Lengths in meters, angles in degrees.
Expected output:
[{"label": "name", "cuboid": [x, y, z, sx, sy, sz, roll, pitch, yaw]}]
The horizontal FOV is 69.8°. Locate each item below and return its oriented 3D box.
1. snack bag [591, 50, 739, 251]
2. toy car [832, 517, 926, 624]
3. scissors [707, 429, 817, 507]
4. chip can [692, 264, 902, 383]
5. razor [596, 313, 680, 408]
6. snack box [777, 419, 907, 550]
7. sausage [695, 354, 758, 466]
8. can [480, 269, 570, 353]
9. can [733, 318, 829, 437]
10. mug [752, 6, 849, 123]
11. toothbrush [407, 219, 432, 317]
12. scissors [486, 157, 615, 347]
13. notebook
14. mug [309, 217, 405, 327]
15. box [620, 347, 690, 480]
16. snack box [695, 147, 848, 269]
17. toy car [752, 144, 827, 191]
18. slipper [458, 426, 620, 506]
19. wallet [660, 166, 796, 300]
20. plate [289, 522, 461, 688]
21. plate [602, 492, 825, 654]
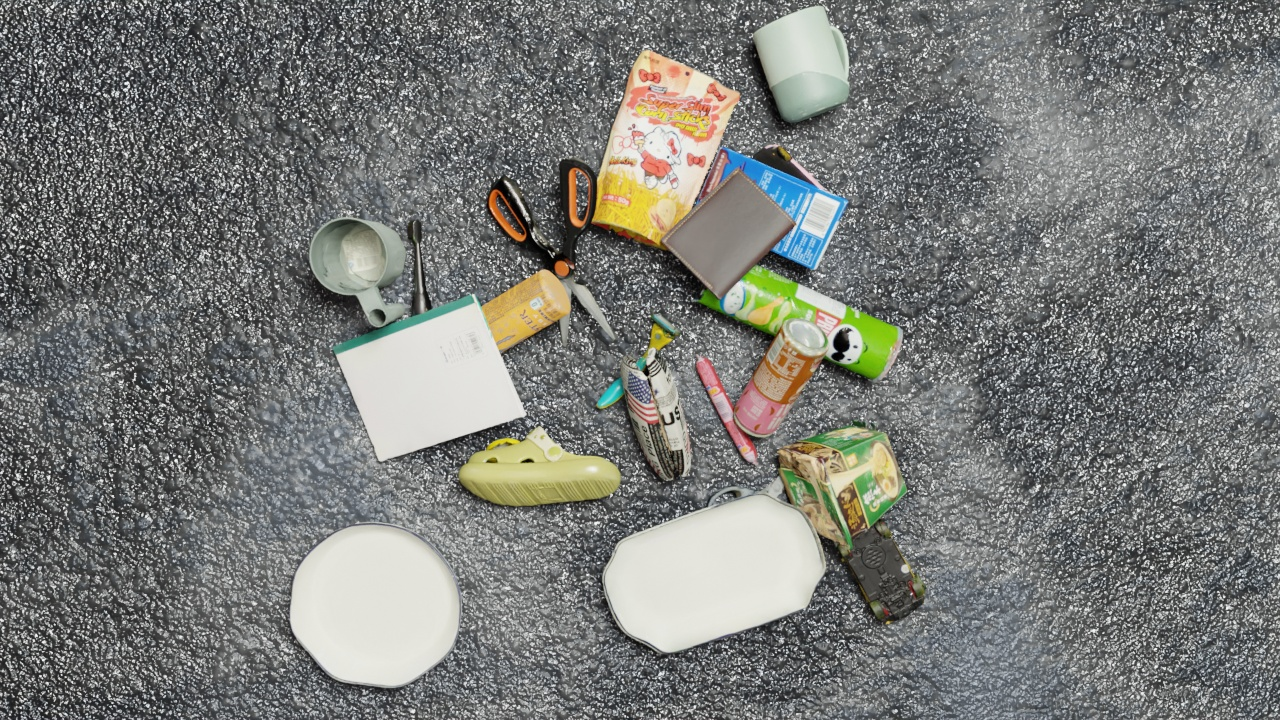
[{"label": "snack bag", "cuboid": [0.022, -0.238, 1.051, 0.128, 0.073, 0.208, 21, 89, -3]}, {"label": "toy car", "cuboid": [0.290, 0.249, 1.120, 0.071, 0.041, 0.156, -31, 98, 2]}, {"label": "scissors", "cuboid": [0.160, 0.161, 1.121, 0.172, 0.014, 0.159, 2, 97, -3]}, {"label": "chip can", "cuboid": [0.182, -0.054, 1.066, 0.236, 0.072, 0.072, 24, 96, -3]}, {"label": "razor", "cuboid": [-0.006, 0.006, 1.091, 0.043, 0.028, 0.132, 41, 94, 28]}, {"label": "snack box", "cuboid": [0.240, 0.138, 1.071, 0.105, 0.118, 0.117, -25, 101, -15]}, {"label": "sausage", "cuboid": [0.104, 0.061, 1.104, 0.020, 0.020, 0.156, -27, 97, 2]}, {"label": "can", "cuboid": [-0.153, -0.045, 1.051, 0.146, 0.058, 0.058, -29, 97, 17]}, {"label": "can", "cuboid": [0.159, 0.021, 1.046, 0.058, 0.057, 0.148, 22, 131, -4]}, {"label": "mug", "cuboid": [0.193, -0.333, 1.033, 0.111, 0.082, 0.106, -25, 98, -30]}, {"label": "toothbrush", "cuboid": [-0.258, -0.058, 1.080, 0.026, 0.027, 0.212, -9, 98, -45]}, {"label": "scissors", "cuboid": [-0.097, -0.130, 1.056, 0.224, 0.021, 0.221, 30, 123, 14]}, {"label": "notebook", "cuboid": [-0.247, 0.023, 1.057, 0.209, 0.012, 0.150, -17, 99, 23]}, {"label": "mug", "cuboid": [-0.306, -0.099, 1.034, 0.084, 0.103, 0.124, -23, 98, 1]}, {"label": "box", "cuboid": [0.010, 0.069, 1.065, 0.079, 0.074, 0.164, -12, 115, 6]}, {"label": "snack box", "cuboid": [0.147, -0.174, 1.045, 0.157, 0.026, 0.085, 27, 108, 12]}, {"label": "toy car", "cuboid": [0.178, -0.197, 1.064, 0.122, 0.037, 0.056, 46, 109, 4]}, {"label": "slipper", "cuboid": [-0.116, 0.124, 1.085, 0.191, 0.092, 0.081, -2, 57, 8]}, {"label": "wallet", "cuboid": [0.097, -0.142, 1.019, 0.122, 0.020, 0.096, -44, 81, -2]}, {"label": "plate", "cuboid": [-0.316, 0.291, 1.112, 0.205, 0.045, 0.205, 0, 96, -1]}, {"label": "plate", "cuboid": [0.087, 0.253, 1.109, 0.266, 0.034, 0.162, -22, 98, 8]}]
